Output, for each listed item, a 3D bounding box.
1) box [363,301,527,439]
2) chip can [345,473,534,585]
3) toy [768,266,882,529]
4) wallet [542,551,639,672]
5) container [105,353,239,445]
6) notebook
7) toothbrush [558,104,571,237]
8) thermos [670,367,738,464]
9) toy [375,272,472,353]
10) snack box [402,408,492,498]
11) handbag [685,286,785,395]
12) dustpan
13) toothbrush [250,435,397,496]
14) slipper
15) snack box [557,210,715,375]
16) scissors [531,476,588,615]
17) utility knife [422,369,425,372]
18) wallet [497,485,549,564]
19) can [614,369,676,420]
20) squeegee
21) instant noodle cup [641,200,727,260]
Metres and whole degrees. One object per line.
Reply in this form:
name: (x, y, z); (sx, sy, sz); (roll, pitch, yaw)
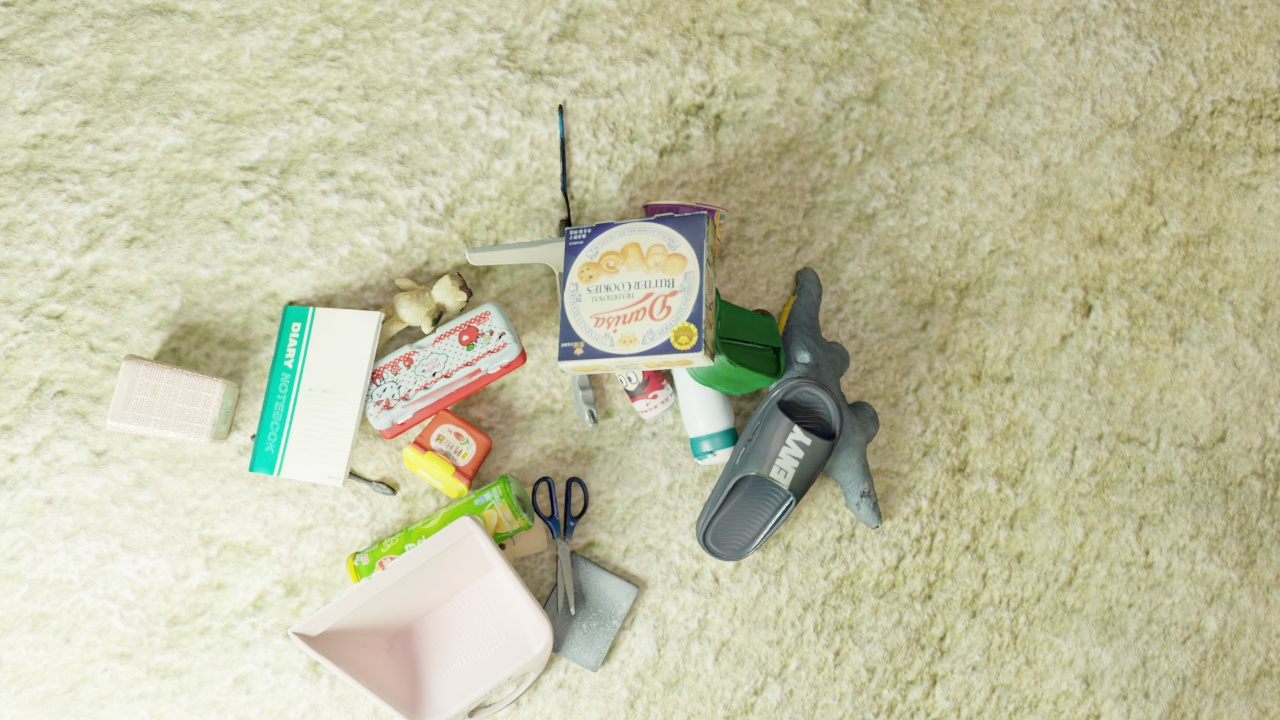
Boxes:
box: (-0.241, 0.006, 1.094); (0.201, 0.094, 0.092); (-29, 113, -4)
chip can: (-0.232, 0.211, 1.082); (0.221, 0.072, 0.072); (-28, 88, 0)
toy: (0.232, 0.056, 1.183); (0.137, 0.092, 0.356); (-15, 86, -37)
wallet: (-0.071, 0.313, 1.140); (0.097, 0.019, 0.120); (28, 82, -2)
container: (-0.540, 0.050, 1.069); (0.111, 0.090, 0.090); (13, 81, -9)
notebook: (-0.387, 0.038, 1.091); (0.150, 0.012, 0.209); (4, 79, 23)
toothbrush: (-0.103, -0.246, 1.204); (0.016, 0.014, 0.189); (-6, 83, 15)
thermos: (0.076, 0.022, 1.171); (0.073, 0.073, 0.224); (-13, 86, -10)
toy: (-0.282, -0.056, 1.136); (0.157, 0.066, 0.105); (-30, 46, -7)
snack box: (-0.232, 0.112, 1.113); (0.091, 0.082, 0.080); (34, 66, -4)
handbag: (0.115, -0.024, 1.134); (0.131, 0.068, 0.120); (19, 58, -34)
dustpan: (-0.211, 0.313, 1.023); (0.222, 0.273, 0.138); (-34, 66, -3)
toothbrush: (-0.386, 0.128, 1.118); (0.189, 0.017, 0.014); (22, 80, -3)
slipper: (0.159, 0.148, 1.106); (0.110, 0.083, 0.269); (26, 109, -10)
snack box: (-0.003, -0.079, 1.088); (0.178, 0.046, 0.182); (-4, 72, 18)
scissors: (-0.105, 0.223, 1.125); (0.128, 0.012, 0.172); (32, 63, -17)
utility knife: (-0.284, 0.008, 1.148); (0.161, 0.013, 0.029); (-17, 83, -7)
wallet: (-0.176, 0.211, 1.134); (0.115, 0.024, 0.087); (-13, 81, -10)
can: (-0.007, 0.007, 1.153); (0.053, 0.053, 0.133); (-31, 102, -11)
squeegee: (-0.086, -0.034, 1.169); (0.246, 0.039, 0.246); (-11, 91, -27)
instant noodle cup: (0.053, -0.147, 1.171); (0.111, 0.111, 0.099); (3, 91, -8)
